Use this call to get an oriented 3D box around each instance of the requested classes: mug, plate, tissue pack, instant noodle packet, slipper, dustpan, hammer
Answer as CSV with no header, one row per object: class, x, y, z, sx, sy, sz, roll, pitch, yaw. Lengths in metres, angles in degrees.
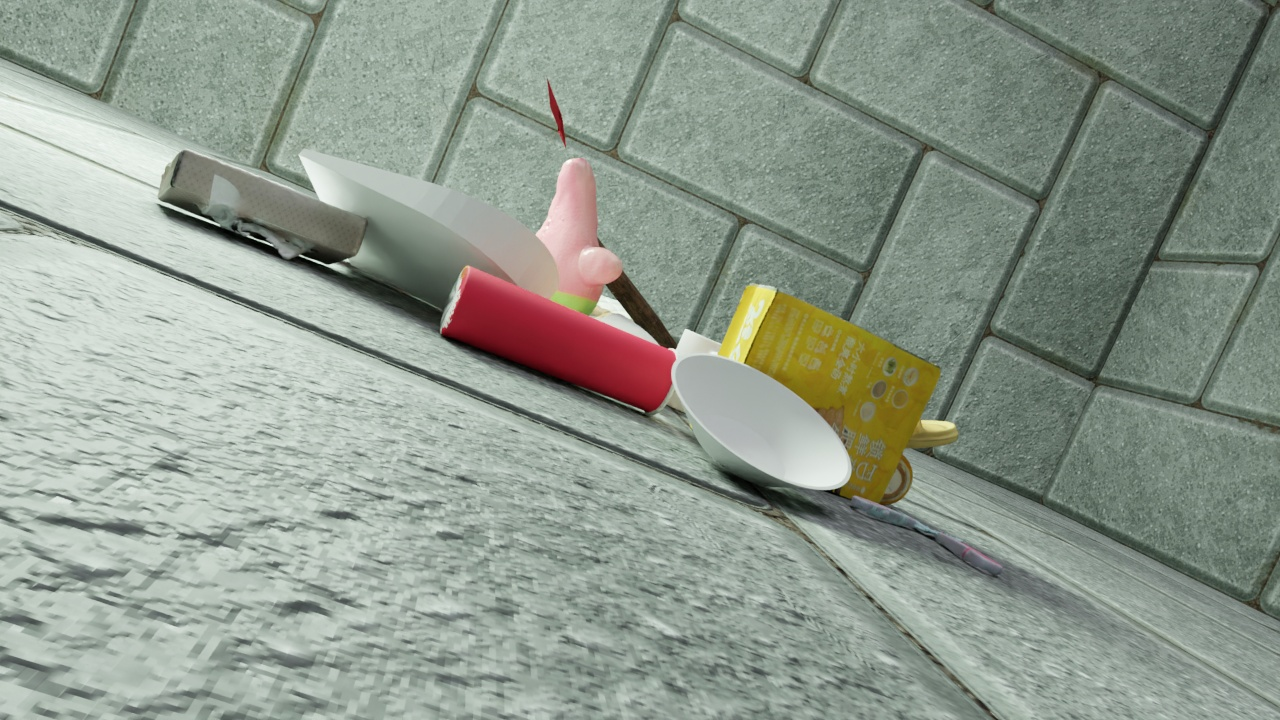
mug,0.072,0.020,1.088,0.073,0.090,0.110,23,4,-10
mug,-0.007,0.006,1.095,0.089,0.071,0.107,37,-17,35
plate,0.095,0.062,0.781,0.174,0.036,0.173,24,26,-13
tissue pack,-0.373,-0.140,0.903,0.181,0.071,0.104,25,-13,-33
instant noodle packet,0.181,0.040,0.921,0.221,0.163,0.084,23,3,-17
slipper,0.211,0.052,1.008,0.263,0.078,0.099,2,-1,3
dustpan,-0.210,-0.122,0.964,0.258,0.053,0.192,26,-25,13
hammer,0.014,-0.055,1.221,0.300,0.037,0.218,52,-6,-19

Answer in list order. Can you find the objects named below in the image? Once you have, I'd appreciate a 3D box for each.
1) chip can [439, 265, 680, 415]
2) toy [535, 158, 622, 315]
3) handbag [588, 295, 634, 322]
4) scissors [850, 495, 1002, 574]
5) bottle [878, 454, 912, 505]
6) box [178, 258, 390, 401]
chip can,-0.074,-0.017,0.866,0.220,0.069,0.069,22,4,-20
toy,-0.093,-0.135,1.152,0.096,0.237,0.192,2,16,-36
handbag,-0.102,-0.081,1.400,0.195,0.072,0.139,23,4,-2
scissors,0.272,0.163,0.897,0.175,0.013,0.170,23,4,-14
bottle,0.264,0.123,1.024,0.063,0.063,0.108,24,5,3
box,-0.374,-0.059,1.171,0.148,0.374,0.213,55,-1,0
